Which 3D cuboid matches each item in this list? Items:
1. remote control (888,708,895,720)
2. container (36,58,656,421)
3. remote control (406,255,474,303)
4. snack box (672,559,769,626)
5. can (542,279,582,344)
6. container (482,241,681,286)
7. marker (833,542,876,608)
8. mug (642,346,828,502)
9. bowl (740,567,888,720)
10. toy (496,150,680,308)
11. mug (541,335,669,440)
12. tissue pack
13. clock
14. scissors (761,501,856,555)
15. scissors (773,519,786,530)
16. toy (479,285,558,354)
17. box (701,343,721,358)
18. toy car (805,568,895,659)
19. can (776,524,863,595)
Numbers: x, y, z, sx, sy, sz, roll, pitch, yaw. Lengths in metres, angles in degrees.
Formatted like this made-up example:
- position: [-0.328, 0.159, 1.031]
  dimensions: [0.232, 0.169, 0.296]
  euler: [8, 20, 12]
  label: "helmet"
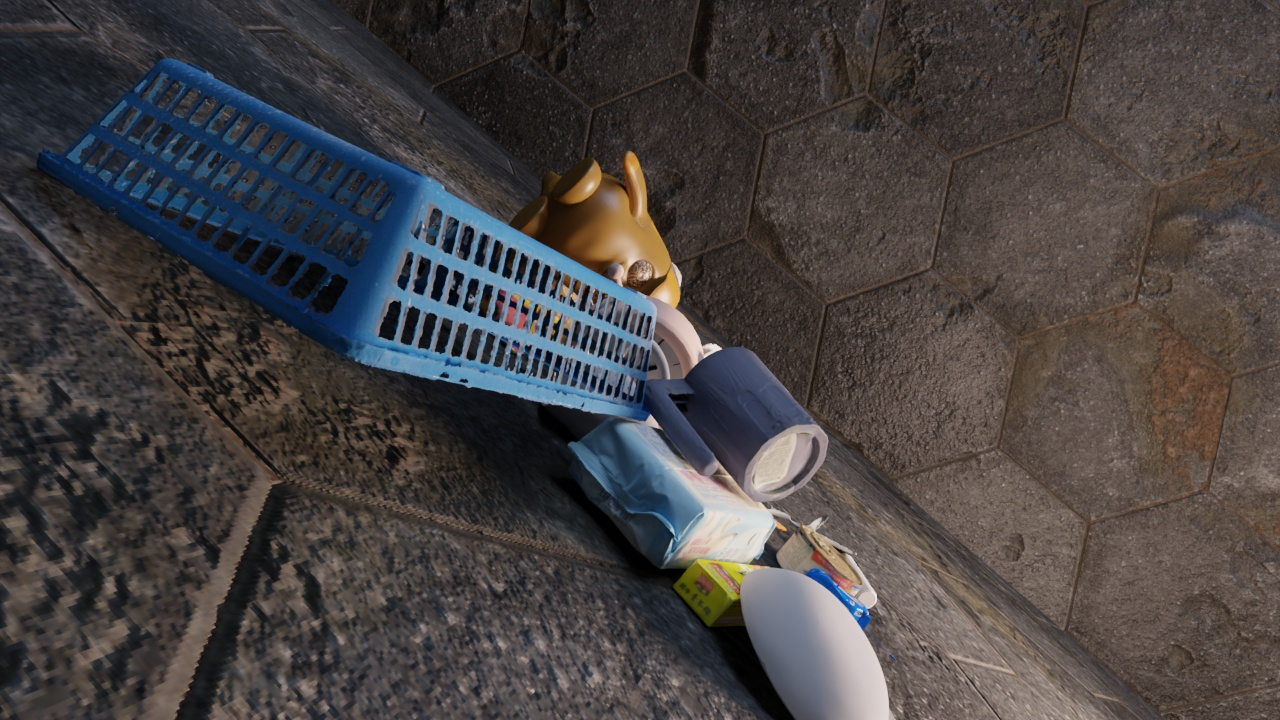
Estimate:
- position: [0.144, 0.244, 0.704]
  dimensions: [0.136, 0.013, 0.033]
  euler: [38, 9, -18]
  label: "remote control"
- position: [-0.142, -0.067, 0.600]
  dimensions: [0.257, 0.089, 0.361]
  euler: [28, 3, 23]
  label: "container"
- position: [-0.214, -0.094, 0.899]
  dimensions: [0.124, 0.012, 0.028]
  euler: [40, 9, -2]
  label: "remote control"
- position: [0.077, 0.178, 0.700]
  dimensions: [0.040, 0.029, 0.148]
  euler: [45, 10, 30]
  label: "snack box"
- position: [-0.076, -0.034, 1.004]
  dimensions: [0.105, 0.068, 0.067]
  euler: [37, 9, -13]
  label: "can"
- position: [-0.068, -0.115, 1.197]
  dimensions: [0.246, 0.143, 0.185]
  euler: [37, -4, -18]
  label: "container"
- position: [0.246, 0.250, 1.082]
  dimensions: [0.025, 0.025, 0.125]
  euler: [38, 9, -14]
  label: "marker"
- position: [0.072, 0.051, 0.730]
  dimensions: [0.123, 0.084, 0.104]
  euler: [1, 33, -32]
  label: "mug"
- position: [0.132, 0.204, 0.643]
  dimensions: [0.149, 0.043, 0.149]
  euler: [45, 19, -20]
  label: "bowl"
- position: [-0.039, -0.115, 1.041]
  dimensions: [0.203, 0.199, 0.162]
  euler: [46, 18, -24]
  label: "toy"
- position: [-0.016, 0.032, 0.794]
  dimensions: [0.089, 0.107, 0.071]
  euler: [47, -1, -14]
  label: "mug"
- position: [0.025, 0.108, 0.709]
  dimensions: [0.112, 0.070, 0.181]
  euler: [45, 12, 29]
  label: "tissue pack"
- position: [-0.005, 0.005, 0.853]
  dimensions: [0.160, 0.131, 0.086]
  euler: [46, 23, -2]
  label: "clock"
- position: [0.184, 0.193, 1.079]
  dimensions: [0.173, 0.014, 0.141]
  euler: [33, 21, 0]
  label: "scissors"
- position: [0.109, 0.151, 0.985]
  dimensions: [0.125, 0.011, 0.127]
  euler: [36, 20, -10]
  label: "scissors"
- position: [-0.122, -0.043, 0.916]
  dimensions: [0.084, 0.046, 0.103]
  euler: [51, 22, 22]
  label: "toy"
- position: [0.031, 0.024, 0.941]
  dimensions: [0.108, 0.137, 0.126]
  euler: [29, 13, -42]
  label: "box"
- position: [0.196, 0.241, 0.866]
  dimensions: [0.092, 0.033, 0.062]
  euler: [39, 2, -10]
  label: "toy car"
- position: [0.183, 0.213, 0.939]
  dimensions: [0.086, 0.043, 0.086]
  euler: [39, 8, -7]
  label: "can"
